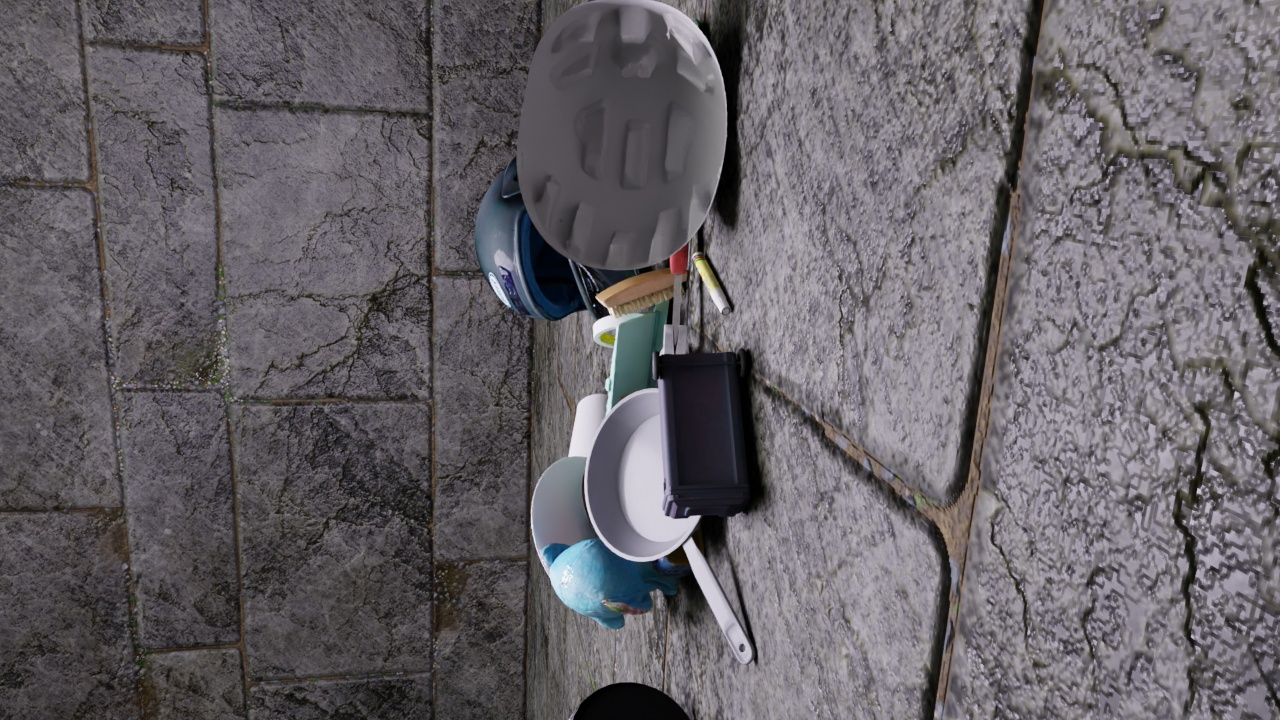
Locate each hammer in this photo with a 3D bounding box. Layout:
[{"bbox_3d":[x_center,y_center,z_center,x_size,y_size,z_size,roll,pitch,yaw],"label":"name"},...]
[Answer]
[{"bbox_3d":[0.048,-0.145,1.103,0.126,0.036,0.315,60,-148,-86],"label":"hammer"}]

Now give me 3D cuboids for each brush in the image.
[{"bbox_3d":[0.004,-0.088,1.176,0.049,0.117,0.039,-136,29,-72],"label":"brush"}]

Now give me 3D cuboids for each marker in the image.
[{"bbox_3d":[0.080,-0.087,1.031,0.132,0.014,0.014,-108,22,-56],"label":"marker"}]

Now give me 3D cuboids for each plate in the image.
[{"bbox_3d":[-0.070,0.245,1.274,0.030,0.229,0.229,-31,53,36],"label":"plate"}]

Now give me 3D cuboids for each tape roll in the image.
[{"bbox_3d":[-0.021,-0.042,1.314,0.094,0.094,0.019,120,148,-67],"label":"tape roll"}]

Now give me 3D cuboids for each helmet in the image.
[{"bbox_3d":[-0.127,-0.172,1.373,0.315,0.236,0.249,-102,-7,-45],"label":"helmet"},{"bbox_3d":[-0.015,-0.234,1.003,0.184,0.224,0.282,48,-138,-72],"label":"helmet"}]

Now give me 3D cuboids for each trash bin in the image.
[{"bbox_3d":[0.061,0.076,0.933,0.092,0.094,0.160,94,173,-68],"label":"trash bin"},{"bbox_3d":[-0.036,0.540,1.156,0.216,0.216,0.244,-102,23,-45],"label":"trash bin"}]

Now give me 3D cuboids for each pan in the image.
[{"bbox_3d":[0.045,0.184,1.026,0.201,0.050,0.356,-52,49,21],"label":"pan"}]

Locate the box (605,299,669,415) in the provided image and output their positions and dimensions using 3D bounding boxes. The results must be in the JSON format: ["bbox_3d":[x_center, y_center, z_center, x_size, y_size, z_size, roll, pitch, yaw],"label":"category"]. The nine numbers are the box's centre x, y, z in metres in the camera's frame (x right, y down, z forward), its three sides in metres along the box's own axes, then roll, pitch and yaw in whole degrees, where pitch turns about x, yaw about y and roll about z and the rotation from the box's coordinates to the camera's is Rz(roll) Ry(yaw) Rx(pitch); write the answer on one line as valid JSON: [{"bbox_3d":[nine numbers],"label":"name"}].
[{"bbox_3d":[0.002,0.010,1.244,0.137,0.057,0.187,-51,-27,-53],"label":"box"}]

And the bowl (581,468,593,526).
[{"bbox_3d":[-0.003,0.177,1.247,0.148,0.068,0.147,2,94,38],"label":"bowl"}]

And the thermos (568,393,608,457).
[{"bbox_3d":[-0.067,0.162,1.494,0.221,0.131,0.132,-91,9,-46],"label":"thermos"}]

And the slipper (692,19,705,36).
[{"bbox_3d":[-0.011,-0.333,1.163,0.277,0.069,0.115,-37,43,52],"label":"slipper"}]

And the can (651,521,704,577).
[{"bbox_3d":[0.042,0.207,1.114,0.059,0.054,0.099,115,152,-61],"label":"can"}]

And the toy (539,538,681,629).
[{"bbox_3d":[-0.032,0.280,1.152,0.184,0.180,0.115,18,93,46],"label":"toy"}]
